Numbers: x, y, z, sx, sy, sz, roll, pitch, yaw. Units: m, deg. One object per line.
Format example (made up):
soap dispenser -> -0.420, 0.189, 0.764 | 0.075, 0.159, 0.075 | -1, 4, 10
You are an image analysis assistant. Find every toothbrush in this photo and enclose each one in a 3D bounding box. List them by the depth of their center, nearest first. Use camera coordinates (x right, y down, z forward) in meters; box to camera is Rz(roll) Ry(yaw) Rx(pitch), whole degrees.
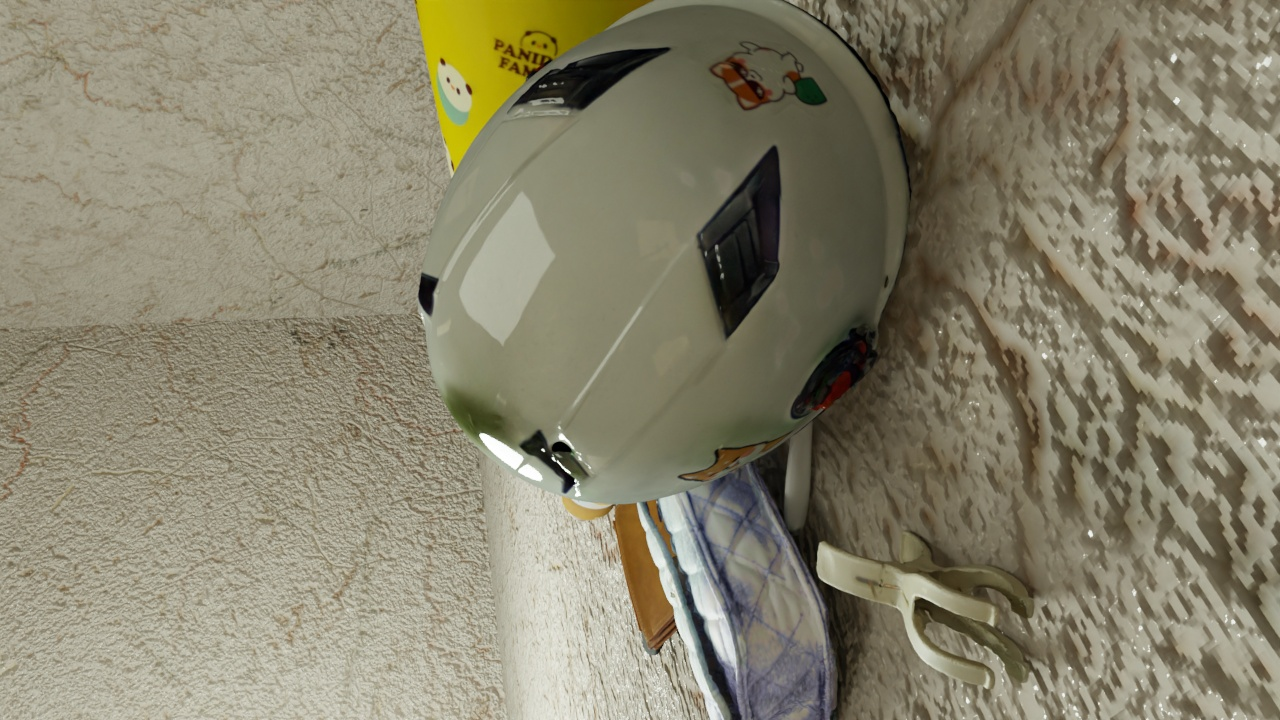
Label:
toothbrush -> 0.093, 0.016, 0.507 | 0.016, 0.016, 0.180 | -141, 50, -64

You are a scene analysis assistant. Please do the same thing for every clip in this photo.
clip -> 0.117, 0.095, 0.376 | 0.100, 0.071, 0.035 | -149, 57, -69

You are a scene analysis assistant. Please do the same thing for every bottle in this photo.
bottle -> -0.048, 0.123, 0.971 | 0.190, 0.068, 0.068 | 112, 151, -60

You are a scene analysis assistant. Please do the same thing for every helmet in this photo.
helmet -> -0.015, -0.035, 0.446 | 0.230, 0.156, 0.275 | 47, 134, 11

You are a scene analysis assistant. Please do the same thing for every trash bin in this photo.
trash bin -> -0.058, -0.254, 0.661 | 0.229, 0.229, 0.256 | -111, 17, -50

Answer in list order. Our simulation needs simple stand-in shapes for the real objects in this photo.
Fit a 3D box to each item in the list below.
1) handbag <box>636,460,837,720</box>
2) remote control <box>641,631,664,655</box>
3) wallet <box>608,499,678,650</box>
handbag -> 0.051, 0.133, 0.560 | 0.193, 0.075, 0.134 | -113, 12, -56
remote control -> 0.012, 0.198, 0.838 | 0.053, 0.024, 0.136 | 143, 124, -66
wallet -> 0.012, 0.163, 0.773 | 0.119, 0.035, 0.130 | -59, 35, 42
